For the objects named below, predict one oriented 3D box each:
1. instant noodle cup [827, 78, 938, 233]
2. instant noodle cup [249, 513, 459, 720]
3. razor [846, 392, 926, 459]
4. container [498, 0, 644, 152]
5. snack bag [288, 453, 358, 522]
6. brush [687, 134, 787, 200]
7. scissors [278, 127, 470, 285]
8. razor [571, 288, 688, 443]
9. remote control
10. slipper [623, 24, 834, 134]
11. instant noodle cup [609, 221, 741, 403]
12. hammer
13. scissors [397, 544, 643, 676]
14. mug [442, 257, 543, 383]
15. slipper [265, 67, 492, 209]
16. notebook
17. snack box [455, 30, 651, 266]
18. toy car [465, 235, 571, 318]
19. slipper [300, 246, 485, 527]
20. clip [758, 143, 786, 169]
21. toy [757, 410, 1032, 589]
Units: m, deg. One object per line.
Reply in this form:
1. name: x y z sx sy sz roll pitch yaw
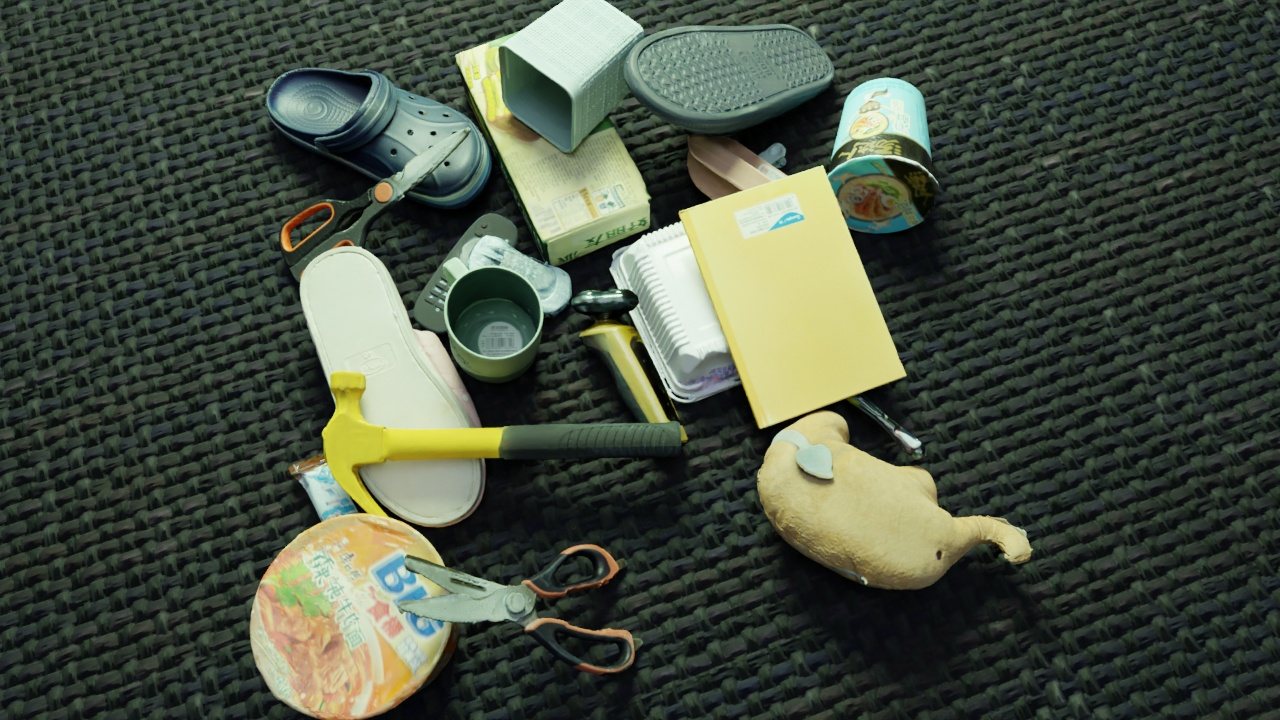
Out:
1. instant noodle cup: 0.232 -0.204 0.888 0.111 0.111 0.120 8 62 4
2. instant noodle cup: -0.214 0.207 0.730 0.151 0.111 0.151 0 69 1
3. razor: 0.196 0.040 0.821 0.143 0.022 0.042 39 55 21
4. container: -0.061 -0.274 0.857 0.090 0.090 0.111 38 68 11
5. snack bag: -0.270 0.128 0.807 0.048 0.026 0.104 -22 70 -20
6. brush: 0.104 -0.167 0.883 0.145 0.073 0.063 41 93 15
7. scissors: -0.241 -0.138 0.870 0.235 0.021 0.125 -15 85 15
8. razor: -0.005 0.005 0.835 0.068 0.062 0.167 -34 75 24
9. remote control: -0.167 -0.082 0.885 0.053 0.024 0.136 30 72 7
10. slipper: 0.086 -0.265 0.907 0.267 0.084 0.110 -24 75 -38
11. instant noodle cup: 0.060 -0.061 0.856 0.138 0.060 0.173 -22 72 -7
12. hammer: -0.116 0.071 0.779 0.300 0.033 0.128 -1 84 -3
13. scissors: -0.084 0.186 0.721 0.197 0.015 0.213 55 42 -4
14. mug: -0.138 -0.038 0.816 0.082 0.106 0.111 -37 84 -14
15. slipper: -0.262 -0.239 0.911 0.253 0.095 0.105 23 74 13
16. notebook: 0.135 -0.059 0.814 0.145 0.010 0.206 -19 84 -10
17. snack box: -0.088 -0.219 0.915 0.114 0.063 0.240 -24 71 -8
18. toy car: -0.113 -0.079 0.867 0.105 0.031 0.048 26 73 -12
19. slipper: -0.223 0.023 0.828 0.114 0.054 0.274 -28 82 -6
20. clip: 0.122 -0.197 0.927 0.057 0.028 0.024 -28 70 1
21. toy: 0.205 0.131 0.767 0.226 0.083 0.143 30 58 11
